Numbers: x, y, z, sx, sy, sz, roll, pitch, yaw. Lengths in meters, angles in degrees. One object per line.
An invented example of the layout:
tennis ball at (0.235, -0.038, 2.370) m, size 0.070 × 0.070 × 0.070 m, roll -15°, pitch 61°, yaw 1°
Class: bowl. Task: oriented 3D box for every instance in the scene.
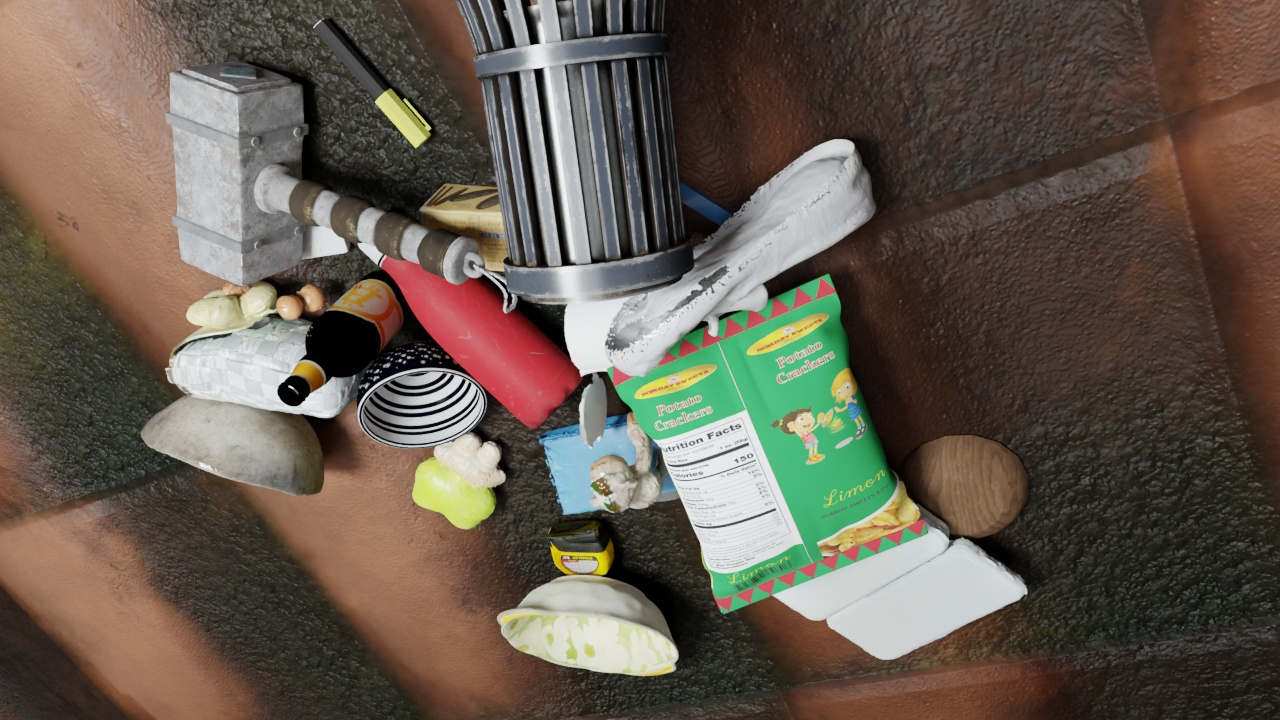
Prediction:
bowl at (-0.051, 0.279, 0.986) m, size 0.219 × 0.060 × 0.189 m, roll 32°, pitch 139°, yaw -32°
bowl at (-0.213, 0.023, 0.886) m, size 0.120 × 0.066 × 0.120 m, roll -12°, pitch 142°, yaw -9°
bowl at (0.295, 0.124, 0.841) m, size 0.118 × 0.030 × 0.118 m, roll 7°, pitch 122°, yaw 11°
bowl at (-0.399, 0.071, 0.936) m, size 0.178 × 0.178 × 0.081 m, roll 23°, pitch 87°, yaw 1°

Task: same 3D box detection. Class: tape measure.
tape measure at (-0.060, 0.201, 0.978) m, size 0.066 × 0.037 × 0.064 m, roll -11°, pitch 117°, yaw 23°

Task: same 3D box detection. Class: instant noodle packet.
instant noodle packet at (0.112, 0.079, 0.780) m, size 0.196 × 0.090 × 0.253 m, roll -23°, pitch 106°, yaw 6°

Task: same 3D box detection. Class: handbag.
handbag at (-0.345, -0.016, 0.881) m, size 0.171 × 0.112 × 0.123 m, roll 11°, pitch 115°, yaw 9°

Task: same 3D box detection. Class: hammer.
hammer at (-0.245, -0.121, 0.762) m, size 0.326 × 0.079 × 0.177 m, roll 22°, pitch 120°, yaw 17°

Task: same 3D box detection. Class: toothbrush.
toothbrush at (0.008, -0.154, 0.759) m, size 0.166 × 0.014 × 0.016 m, roll 31°, pitch 123°, yaw -5°

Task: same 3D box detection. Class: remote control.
remote control at (-0.338, -0.112, 0.876) m, size 0.131 × 0.012 × 0.033 m, roll -6°, pitch 117°, yaw 18°

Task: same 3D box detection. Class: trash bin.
trash bin at (-0.042, -0.165, 0.646) m, size 0.164 × 0.164 × 0.227 m, roll -2°, pitch 107°, yaw 16°

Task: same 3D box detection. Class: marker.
marker at (-0.224, -0.233, 0.770) m, size 0.021 × 0.017 × 0.124 m, roll -42°, pitch 104°, yaw -3°

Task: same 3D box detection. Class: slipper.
slipper at (0.076, -0.072, 0.711) m, size 0.246 × 0.112 × 0.074 m, roll -38°, pitch 102°, yaw -3°

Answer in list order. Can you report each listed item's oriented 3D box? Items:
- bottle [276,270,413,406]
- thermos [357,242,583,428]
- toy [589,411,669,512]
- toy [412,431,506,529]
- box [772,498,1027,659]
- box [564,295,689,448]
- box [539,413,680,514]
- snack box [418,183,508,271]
bottle at (-0.263, -0.017, 0.813) m, size 0.059 × 0.181 × 0.059 m, roll 7°, pitch 122°, yaw 11°
thermos at (-0.160, -0.042, 0.836) m, size 0.240 × 0.073 × 0.073 m, roll 43°, pitch 121°, yaw -3°
toy at (-0.020, 0.107, 0.827) m, size 0.085 × 0.105 × 0.074 m, roll -41°, pitch 91°, yaw 23°
toy at (-0.186, 0.123, 0.960) m, size 0.092 × 0.046 × 0.115 m, roll 31°, pitch 116°, yaw -6°
box at (0.238, 0.217, 0.899) m, size 0.189 × 0.037 × 0.209 m, roll 38°, pitch 133°, yaw -7°
box at (-0.005, 0.005, 0.810) m, size 0.106 × 0.080 × 0.150 m, roll -2°, pitch 108°, yaw 17°
box at (0.018, 0.092, 0.882) m, size 0.232 × 0.052 × 0.093 m, roll -12°, pitch 116°, yaw 21°
snack box at (-0.080, -0.110, 0.785) m, size 0.207 × 0.057 × 0.056 m, roll 5°, pitch 122°, yaw 10°
